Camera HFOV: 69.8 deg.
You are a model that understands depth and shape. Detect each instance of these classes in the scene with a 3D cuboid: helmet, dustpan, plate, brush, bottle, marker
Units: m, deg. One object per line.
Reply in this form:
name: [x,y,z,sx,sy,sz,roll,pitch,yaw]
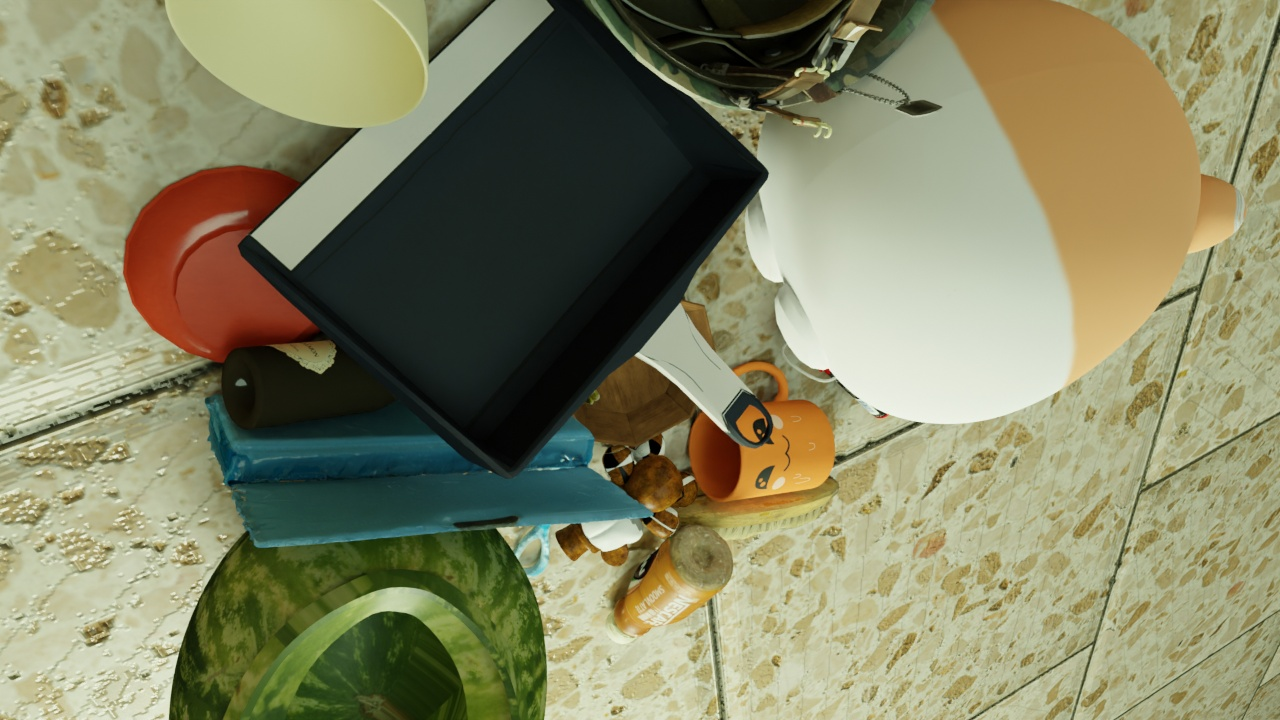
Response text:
helmet: [0.066,-0.220,0.441,0.224,0.236,0.193,5,113,-15]
dustpan: [-0.029,-0.048,0.513,0.273,0.080,0.236,47,73,-24]
plate: [-0.004,0.004,0.691,0.131,0.025,0.131,-14,123,-23]
brush: [0.089,0.125,0.809,0.195,0.059,0.043,-4,132,-25]
helmet: [-0.171,0.190,0.572,0.213,0.248,0.243,9,80,-20]
bottle: [-0.159,0.008,0.568,0.184,0.045,0.045,-8,125,-50]
marker: [0.187,0.017,0.825,0.024,0.021,0.145,-33,136,22]
bottle: [0.016,0.200,0.786,0.059,0.059,0.168,-1,146,-31]

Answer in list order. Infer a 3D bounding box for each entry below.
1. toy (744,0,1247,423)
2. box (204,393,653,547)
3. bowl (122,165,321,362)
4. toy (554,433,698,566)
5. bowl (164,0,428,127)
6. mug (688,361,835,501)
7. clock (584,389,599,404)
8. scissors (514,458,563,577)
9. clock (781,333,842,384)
toy: [0.212,-0.097,0.592,0.281,0.262,0.266,-21,156,8]
box: [-0.127,0.060,0.557,0.231,0.174,0.033,1,109,-33]
bowl: [-0.223,-0.046,0.520,0.121,0.035,0.122,-16,127,-23]
toy: [-0.014,0.114,0.727,0.112,0.067,0.087,-36,99,4]
bowl: [-0.154,-0.179,0.441,0.118,0.118,0.074,27,61,-41]
mug: [0.100,0.057,0.771,0.095,0.078,0.112,-3,90,-30]
clock: [-0.064,-0.021,0.598,0.052,0.090,0.129,-32,125,-18]
scissors: [-0.060,0.117,0.746,0.127,0.012,0.137,-9,122,-27]
clock: [0.167,-0.026,0.738,0.120,0.091,0.043,-37,144,-24]
